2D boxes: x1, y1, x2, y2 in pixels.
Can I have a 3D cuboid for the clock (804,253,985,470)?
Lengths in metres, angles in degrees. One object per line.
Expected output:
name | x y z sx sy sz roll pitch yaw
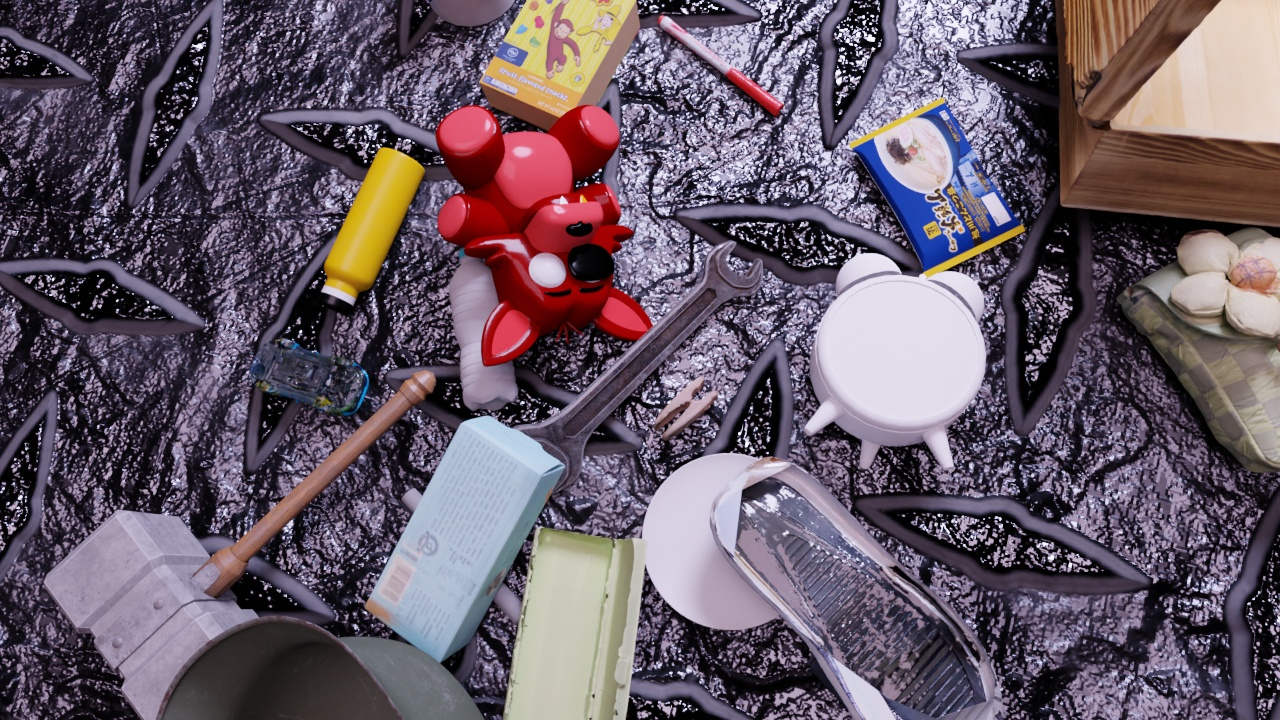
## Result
clock | 0.197 0.001 0.714 0.125 0.073 0.160 14 72 9

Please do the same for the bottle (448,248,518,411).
bottle | -0.132 -0.028 0.759 0.044 0.044 0.136 -11 76 3

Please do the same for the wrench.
wrench | -0.004 0.004 0.740 0.273 0.010 0.070 -44 113 -6

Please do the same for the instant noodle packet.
instant noodle packet | 0.244 -0.144 0.759 0.087 0.026 0.134 -26 76 2

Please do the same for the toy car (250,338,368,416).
toy car | -0.275 0.015 0.770 0.105 0.032 0.048 15 79 14

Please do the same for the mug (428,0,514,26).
mug | -0.163 -0.378 0.820 0.091 0.090 0.121 -9 76 3

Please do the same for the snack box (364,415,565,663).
snack box | -0.132 0.134 0.692 0.075 0.053 0.175 31 101 15

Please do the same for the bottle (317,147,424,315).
bottle | -0.234 -0.109 0.789 0.043 0.043 0.143 20 80 10

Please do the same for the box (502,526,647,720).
box | -0.054 0.218 0.672 0.082 0.098 0.187 10 75 -9

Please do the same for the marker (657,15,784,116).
marker | 0.070 -0.262 0.811 0.142 0.013 0.012 42 84 13

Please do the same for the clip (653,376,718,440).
clip | 0.034 0.036 0.739 0.061 0.026 0.049 -11 75 1

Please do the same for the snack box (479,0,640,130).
snack box | -0.070 -0.271 0.811 0.088 0.040 0.125 26 81 11

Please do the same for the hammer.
hammer | -0.280 0.120 0.719 0.317 0.083 0.162 -44 77 -5

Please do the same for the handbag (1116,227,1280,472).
handbag | 0.450 -0.014 0.661 0.113 0.117 0.186 -27 74 -2

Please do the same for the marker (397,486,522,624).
marker | -0.141 0.155 0.732 0.140 0.016 0.016 43 84 13

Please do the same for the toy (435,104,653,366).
toy | -0.076 -0.102 0.735 0.158 0.121 0.197 -10 77 -31

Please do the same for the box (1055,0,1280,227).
box | 0.410 -0.296 0.601 0.287 0.337 0.278 6 67 9

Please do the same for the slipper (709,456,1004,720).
slipper | 0.155 0.187 0.670 0.111 0.063 0.264 -40 78 -15

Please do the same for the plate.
plate | 0.069 0.141 0.717 0.134 0.011 0.134 -1 77 5

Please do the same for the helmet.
helmet | -0.185 0.299 0.628 0.227 0.153 0.267 -33 73 17
